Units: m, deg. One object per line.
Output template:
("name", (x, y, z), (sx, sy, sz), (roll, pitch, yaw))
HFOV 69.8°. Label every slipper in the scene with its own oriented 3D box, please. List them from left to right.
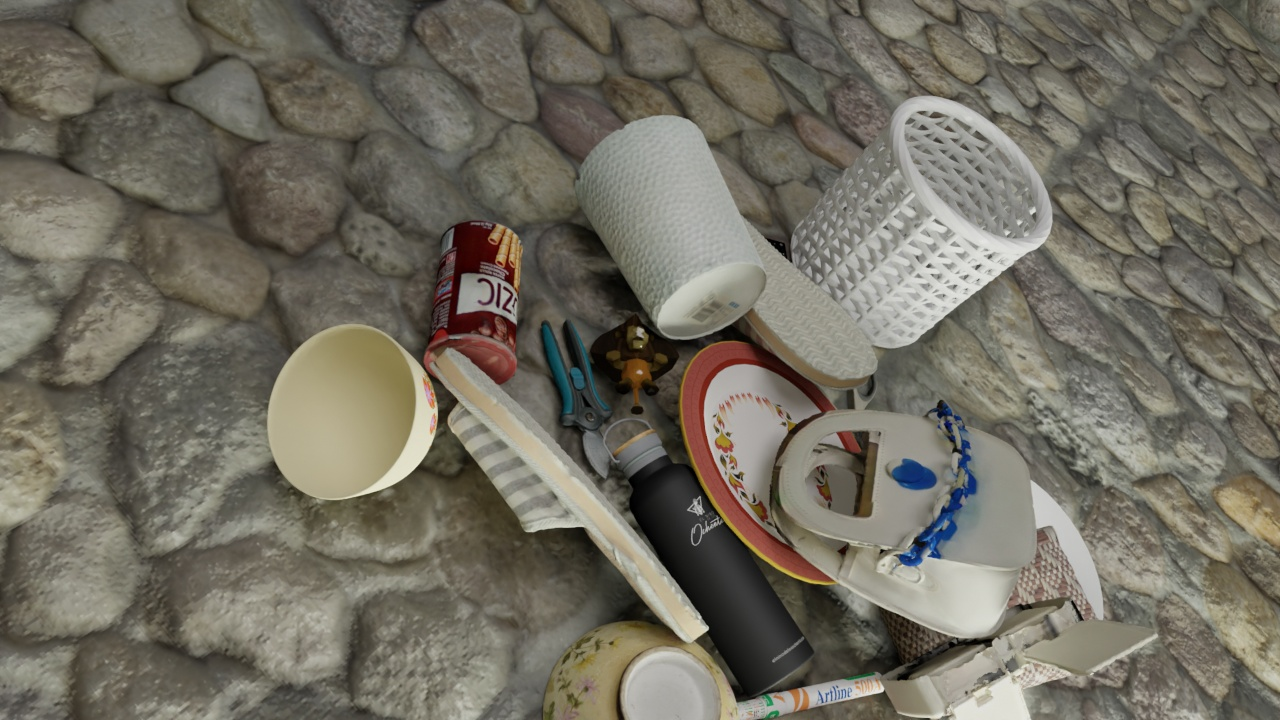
("slipper", (-0.056, 0.101, 0.657), (0.054, 0.114, 0.272), (-44, 88, 1))
("slipper", (0.122, -0.061, 0.886), (0.114, 0.052, 0.263), (-10, 49, -36))

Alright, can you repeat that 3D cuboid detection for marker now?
("marker", (0.130, 0.262, 0.714), (0.145, 0.017, 0.017), (0, 60, -29))

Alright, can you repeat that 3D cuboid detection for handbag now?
("handbag", (0.205, 0.105, 0.726), (0.199, 0.093, 0.200), (16, 32, 7))
("handbag", (0.299, 0.224, 0.792), (0.185, 0.047, 0.124), (-12, 66, -12))

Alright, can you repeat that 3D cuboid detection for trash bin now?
("trash bin", (0.031, -0.113, 0.819), (0.133, 0.134, 0.161), (-7, 58, -32))

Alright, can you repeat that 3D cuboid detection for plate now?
("plate", (0.118, 0.085, 0.792), (0.229, 0.021, 0.229), (25, 44, -27))
("plate", (0.358, 0.194, 0.883), (0.208, 0.015, 0.208), (14, 54, -20))

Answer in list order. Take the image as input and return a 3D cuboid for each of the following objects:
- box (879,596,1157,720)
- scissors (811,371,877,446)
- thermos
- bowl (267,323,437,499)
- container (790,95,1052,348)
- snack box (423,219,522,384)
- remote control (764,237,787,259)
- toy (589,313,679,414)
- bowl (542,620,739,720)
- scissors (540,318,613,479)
("box", (0.278, 0.243, 0.656), (0.143, 0.184, 0.099), (-24, 75, -10))
("scissors", (0.199, 0.052, 0.893), (0.157, 0.013, 0.170), (30, 51, -8))
("thermos", (0.044, 0.143, 0.716), (0.061, 0.061, 0.231), (-23, 73, -37))
("bowl", (-0.188, 0.040, 0.642), (0.118, 0.118, 0.074), (64, 12, 19))
("container", (0.282, -0.137, 0.947), (0.189, 0.187, 0.189), (14, 54, -20))
("snack box", (-0.132, -0.046, 0.738), (0.072, 0.072, 0.121), (14, 54, -21))
("remote control", (0.144, -0.069, 0.943), (0.030, 0.009, 0.139), (11, 55, -22))
("toy", (-0.005, 0.005, 0.776), (0.076, 0.063, 0.100), (3, 38, -6))
("bowl", (0.011, 0.238, 0.625), (0.145, 0.063, 0.145), (11, 53, -15))
("scissors", (-0.046, 0.027, 0.771), (0.136, 0.019, 0.138), (38, 49, 0))
